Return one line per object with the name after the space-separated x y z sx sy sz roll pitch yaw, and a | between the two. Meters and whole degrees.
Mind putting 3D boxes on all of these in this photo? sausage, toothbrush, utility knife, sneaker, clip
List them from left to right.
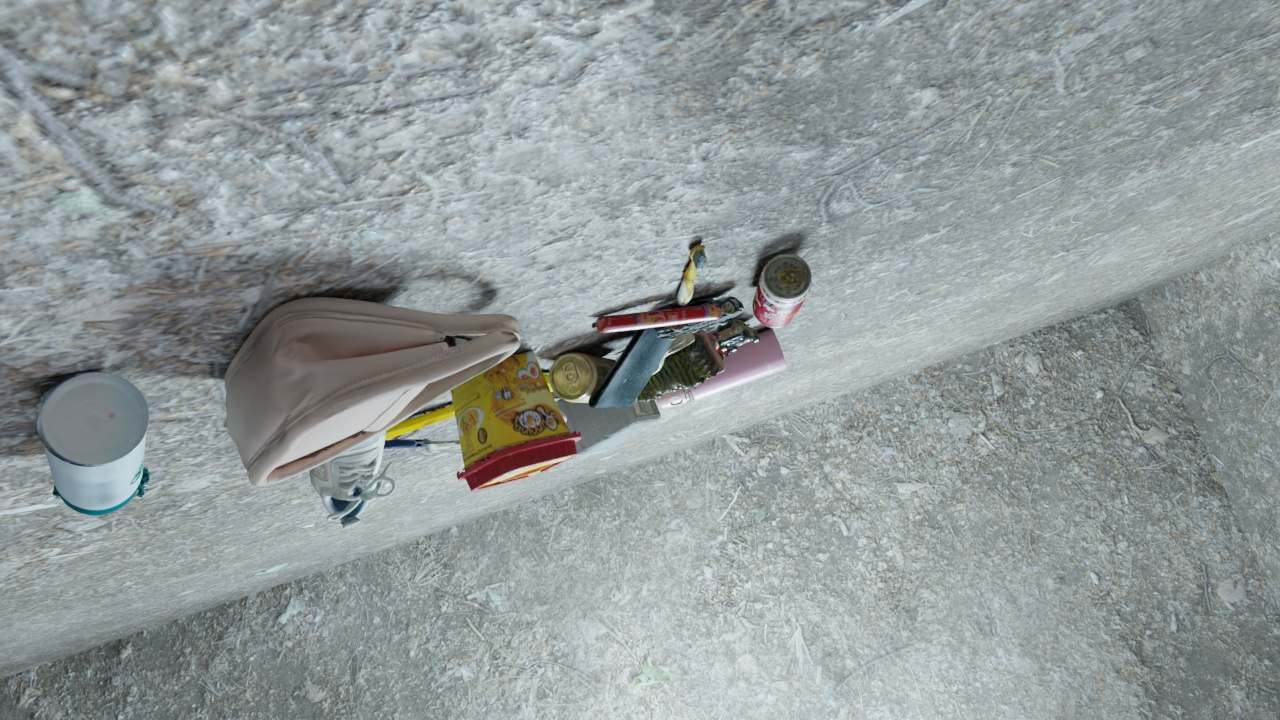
-0.325 0.122 1.021 0.089 0.090 0.243 -13 160 -28 | sneaker
-0.291 0.081 1.116 0.153 0.015 0.033 -18 170 -7 | utility knife
0.024 -0.008 1.177 0.104 0.035 0.084 -29 165 8 | clip
0.022 -0.045 0.972 0.155 0.020 0.020 -8 166 -20 | sausage
0.050 -0.077 0.897 0.016 0.018 0.191 -16 169 -5 | toothbrush

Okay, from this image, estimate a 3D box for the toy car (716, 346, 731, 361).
0.077 -0.003 1.275 0.106 0.031 0.049 -26 -167 20 | toy car

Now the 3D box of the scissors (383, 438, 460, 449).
-0.281 0.105 1.169 0.162 0.012 0.175 0 175 -25 | scissors

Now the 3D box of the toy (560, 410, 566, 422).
-0.165 0.078 1.212 0.121 0.054 0.159 -15 165 15 | toy

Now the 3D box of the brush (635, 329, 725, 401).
0.039 0.010 1.228 0.146 0.063 0.072 -24 -161 29 | brush

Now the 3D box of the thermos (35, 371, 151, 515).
-0.419 0.074 0.713 0.073 0.073 0.225 -12 168 -32 | thermos

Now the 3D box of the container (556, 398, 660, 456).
-0.043 0.073 1.326 0.115 0.090 0.090 -29 167 29 | container

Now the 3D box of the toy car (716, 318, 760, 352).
0.128 -0.034 1.215 0.042 0.035 0.090 -21 170 19 | toy car

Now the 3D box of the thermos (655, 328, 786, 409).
0.109 0.009 1.346 0.198 0.067 0.087 -18 138 3 | thermos

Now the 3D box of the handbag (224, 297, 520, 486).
-0.199 0.011 0.738 0.233 0.093 0.194 -14 168 -39 | handbag

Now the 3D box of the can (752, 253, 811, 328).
0.153 -0.074 0.998 0.053 0.053 0.133 -19 170 0 | can

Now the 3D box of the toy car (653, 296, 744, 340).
0.065 -0.050 1.027 0.105 0.031 0.049 -16 172 -12 | toy car

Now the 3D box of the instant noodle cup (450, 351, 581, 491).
-0.143 0.063 0.988 0.116 0.123 0.116 -10 167 -42 | instant noodle cup

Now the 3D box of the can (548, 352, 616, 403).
-0.061 0.023 1.104 0.059 0.058 0.116 -22 169 17 | can

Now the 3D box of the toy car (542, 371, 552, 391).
-0.132 0.034 1.113 0.048 0.032 0.105 -23 171 17 | toy car

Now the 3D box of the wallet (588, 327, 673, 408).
-0.006 0.006 1.079 0.121 0.019 0.097 -56 161 11 | wallet

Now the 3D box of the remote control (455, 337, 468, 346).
-0.227 0.014 0.870 0.150 0.021 0.058 -21 168 10 | remote control
